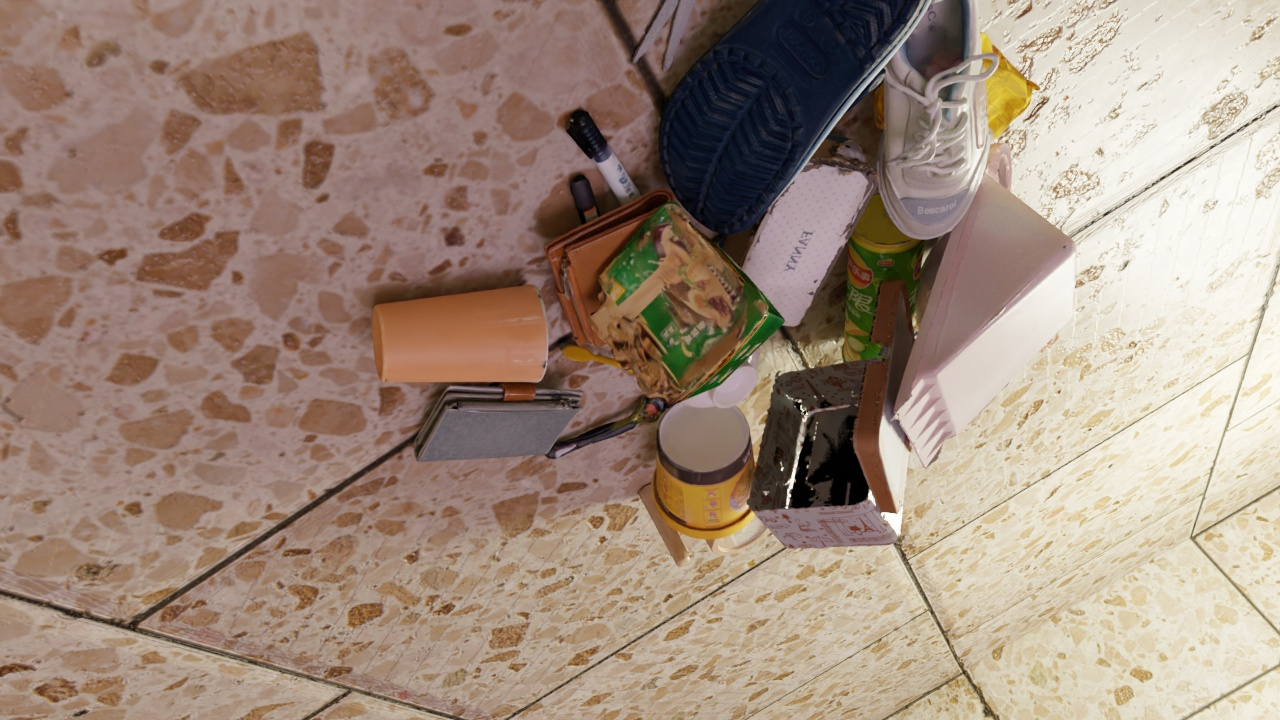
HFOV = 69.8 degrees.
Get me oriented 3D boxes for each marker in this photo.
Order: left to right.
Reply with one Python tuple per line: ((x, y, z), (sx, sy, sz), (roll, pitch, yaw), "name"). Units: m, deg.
((-0.035, -0.098, 0.724), (0.018, 0.015, 0.124), (-28, 142, -9), "marker")
((-0.020, -0.136, 0.686), (0.022, 0.018, 0.131), (-43, 143, -4), "marker")

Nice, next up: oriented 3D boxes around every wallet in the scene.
((-0.127, 0.053, 0.825), (0.129, 0.037, 0.107), (1, 145, -33), "wallet")
((-0.015, -0.067, 0.731), (0.107, 0.031, 0.132), (-26, 146, -7), "wallet")

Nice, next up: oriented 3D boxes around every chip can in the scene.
((0.235, -0.063, 0.895), (0.072, 0.072, 0.221), (-24, 144, -7), "chip can")

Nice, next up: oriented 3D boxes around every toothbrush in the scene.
((-0.005, 0.005, 0.867), (0.191, 0.018, 0.016), (14, 106, -46), "toothbrush")

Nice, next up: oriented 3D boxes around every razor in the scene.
((-0.030, 0.067, 0.917), (0.142, 0.022, 0.043), (-24, 142, -6), "razor")

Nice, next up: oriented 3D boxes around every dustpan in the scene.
((0.292, -0.054, 0.848), (0.273, 0.139, 0.222), (-44, 151, 1), "dustpan")

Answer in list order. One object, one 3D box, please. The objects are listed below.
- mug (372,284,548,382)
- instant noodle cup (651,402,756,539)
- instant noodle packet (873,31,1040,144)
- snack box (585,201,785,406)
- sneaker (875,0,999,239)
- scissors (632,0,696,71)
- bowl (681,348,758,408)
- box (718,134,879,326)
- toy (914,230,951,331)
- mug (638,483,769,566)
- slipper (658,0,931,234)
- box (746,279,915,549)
((-0.140, -0.018, 0.705), (0.122, 0.078, 0.078), (-4, 137, -22), "mug")
((0.066, 0.106, 0.945), (0.118, 0.118, 0.115), (-22, 142, -10), "instant noodle cup")
((0.256, -0.215, 0.753), (0.128, 0.044, 0.111), (20, 124, -43), "instant noodle packet")
((0.044, -0.038, 0.703), (0.118, 0.118, 0.105), (-46, 158, 21), "snack box")
((0.220, -0.184, 0.674), (0.089, 0.090, 0.242), (-10, 129, 8), "sneaker")
((0.034, -0.263, 0.577), (0.171, 0.012, 0.141), (-37, 145, 13), "scissors")
((0.071, 0.006, 0.861), (0.118, 0.064, 0.118), (-22, 138, -21), "bowl")
((0.121, -0.103, 0.775), (0.089, 0.059, 0.185), (7, 134, -21), "box")
((0.301, -0.081, 0.926), (0.039, 0.083, 0.108), (17, 129, 0), "toy")
((0.074, 0.163, 1.030), (0.124, 0.103, 0.084), (-25, 144, -6), "mug")
((0.104, -0.201, 0.636), (0.254, 0.105, 0.095), (-50, 177, 42), "slipper")
((0.176, 0.060, 0.874), (0.157, 0.179, 0.227), (1, 144, 26), "box")
